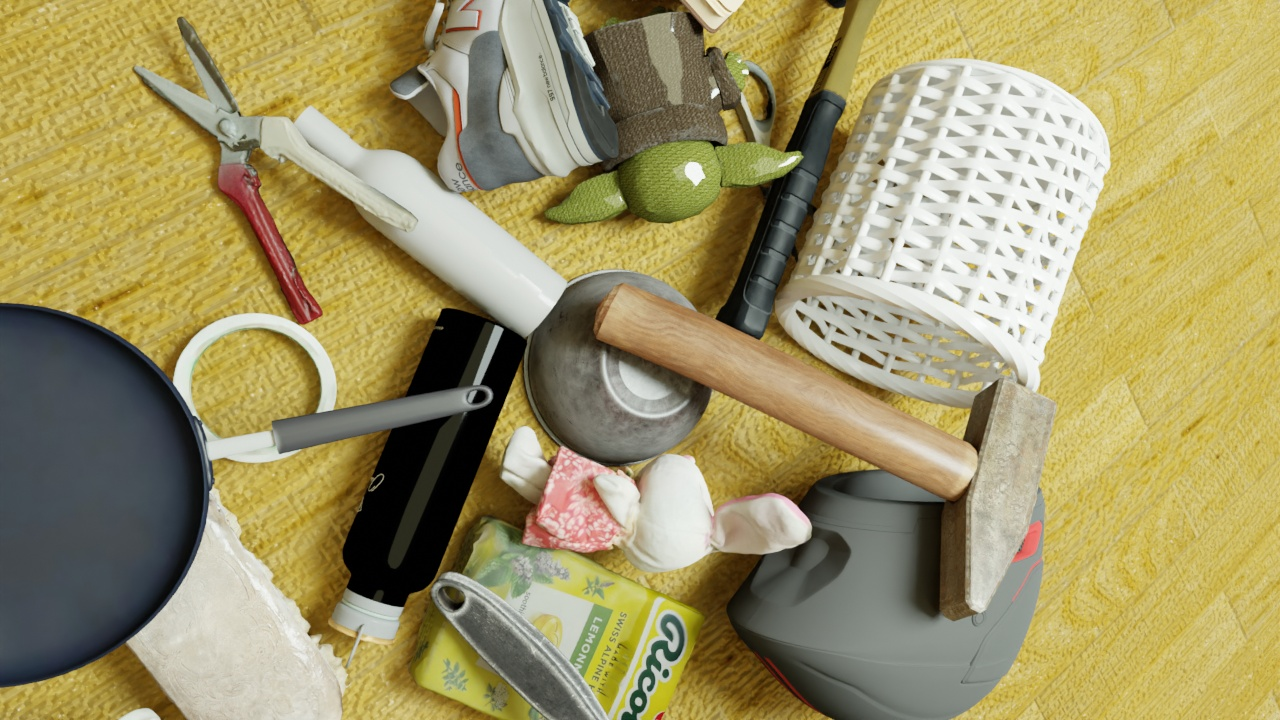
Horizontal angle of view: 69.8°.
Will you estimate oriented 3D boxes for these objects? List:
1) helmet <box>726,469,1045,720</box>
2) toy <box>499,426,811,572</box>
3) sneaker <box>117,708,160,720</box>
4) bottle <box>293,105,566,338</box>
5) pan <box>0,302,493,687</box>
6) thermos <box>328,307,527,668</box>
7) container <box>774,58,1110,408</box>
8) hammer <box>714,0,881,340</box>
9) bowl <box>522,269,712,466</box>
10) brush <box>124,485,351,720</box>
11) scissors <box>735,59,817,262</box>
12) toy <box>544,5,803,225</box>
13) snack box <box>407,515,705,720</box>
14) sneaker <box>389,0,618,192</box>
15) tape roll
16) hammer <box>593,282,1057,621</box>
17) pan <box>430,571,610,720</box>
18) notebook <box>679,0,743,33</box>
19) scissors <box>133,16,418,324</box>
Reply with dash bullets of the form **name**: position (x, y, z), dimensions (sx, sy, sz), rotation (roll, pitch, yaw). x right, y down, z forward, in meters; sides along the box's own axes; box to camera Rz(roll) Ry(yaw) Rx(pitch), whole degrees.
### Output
- **helmet**: position (0.183, 0.175, 0.662), dimensions (0.264, 0.164, 0.170), rotation (0, 93, -30)
- **toy**: position (0.000, 0.097, 0.612), dimensions (0.194, 0.159, 0.084), rotation (15, 75, -7)
- **sneaker**: position (-0.300, 0.238, 0.478), dimensions (0.241, 0.088, 0.118), rotation (19, 60, -7)
- **bottle**: position (-0.140, -0.093, 0.603), dimensions (0.195, 0.052, 0.052), rotation (39, 75, -16)
- **pan**: position (-0.257, 0.054, 0.497), dimensions (0.356, 0.021, 0.199), rotation (-12, 93, -13)
- **thermos**: position (-0.143, 0.083, 0.590), dimensions (0.061, 0.061, 0.231), rotation (24, 79, -20)
- **container**: position (0.220, -0.087, 0.675), dimensions (0.189, 0.190, 0.186), rotation (29, 76, -19)
- **hammer**: position (0.128, -0.167, 0.676), dimensions (0.025, 0.118, 0.332), rotation (25, 78, -18)
- **bowl**: position (-0.004, 0.003, 0.646), dimensions (0.144, 0.067, 0.145), rotation (1, 87, -22)
- **brush**: position (-0.268, 0.125, 0.539), dimensions (0.083, 0.057, 0.271), rotation (-35, 99, -15)
- **scissors**: position (0.087, -0.157, 0.718), dimensions (0.157, 0.013, 0.168), rotation (3, 87, -20)
- **toy**: position (0.012, -0.173, 0.649), dimensions (0.179, 0.078, 0.152), rotation (-12, 89, 5)
- **snack box**: position (-0.055, 0.193, 0.629), dimensions (0.181, 0.045, 0.121), rotation (30, 77, -19)
- **sneaker**: position (-0.107, -0.207, 0.600), dimensions (0.124, 0.089, 0.239), rotation (-26, 66, 13)
- **tape roll**: position (-0.241, 0.017, 0.576), dimensions (0.093, 0.018, 0.094), rotation (1, 87, -22)
- **hammer**: position (0.107, 0.033, 0.584), dimensions (0.301, 0.037, 0.157), rotation (26, 64, 1)
- **pan**: position (0.005, 0.255, 0.552), dimensions (0.357, 0.055, 0.188), rotation (39, 108, 1)
- **notebook**: position (0.006, -0.349, 0.645), dimensions (0.225, 0.024, 0.167), rotation (45, 43, -13)
- **scissors**: position (-0.224, -0.113, 0.569), dimensions (0.179, 0.015, 0.195), rotation (4, 106, 9)
